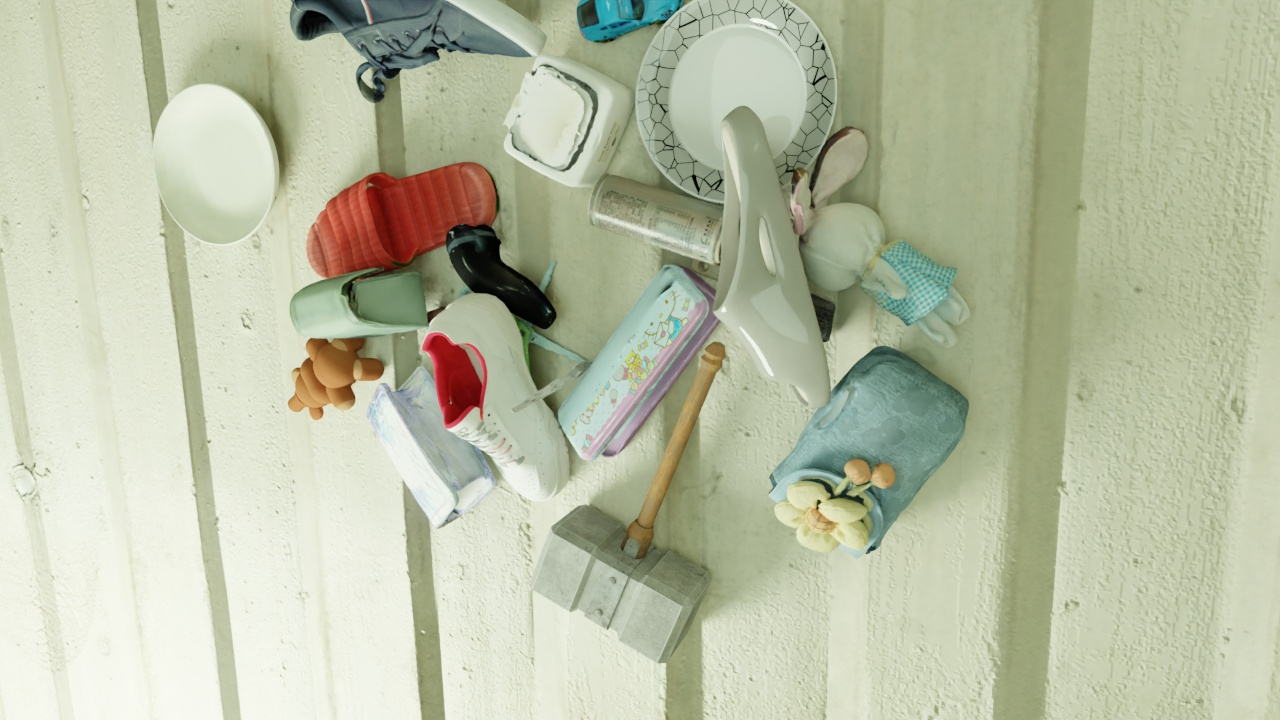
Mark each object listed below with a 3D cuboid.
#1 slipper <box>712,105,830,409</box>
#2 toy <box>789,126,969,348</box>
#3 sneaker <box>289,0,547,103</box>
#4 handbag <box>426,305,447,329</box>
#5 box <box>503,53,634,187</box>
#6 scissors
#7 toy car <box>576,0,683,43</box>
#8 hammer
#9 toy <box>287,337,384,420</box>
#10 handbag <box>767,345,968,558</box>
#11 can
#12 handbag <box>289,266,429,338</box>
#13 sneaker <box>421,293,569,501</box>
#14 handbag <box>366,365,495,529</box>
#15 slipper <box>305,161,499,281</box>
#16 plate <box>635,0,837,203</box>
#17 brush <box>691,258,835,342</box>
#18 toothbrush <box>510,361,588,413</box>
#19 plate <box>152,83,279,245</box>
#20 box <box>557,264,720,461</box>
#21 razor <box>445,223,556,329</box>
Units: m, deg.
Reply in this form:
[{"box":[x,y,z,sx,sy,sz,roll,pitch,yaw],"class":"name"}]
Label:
[{"box":[0.093,-0.080,0.793,0.080,0.113,0.266,-16,101,-3],"class":"slipper"},{"box":[0.202,-0.089,0.803,0.205,0.130,0.106,45,144,-1],"class":"toy"},{"box":[-0.231,-0.319,0.909,0.295,0.120,0.127,20,95,20],"class":"sneaker"},{"box":[-0.198,-0.001,1.002,0.055,0.029,0.119,-8,105,43],"class":"handbag"},{"box":[-0.078,-0.230,0.873,0.102,0.091,0.107,31,108,12],"class":"box"},{"box":[-0.124,-0.030,0.974,0.172,0.021,0.171,27,105,18],"class":"scissors"},{"box":[-0.012,-0.332,0.856,0.105,0.032,0.048,-9,97,22],"class":"toy car"},{"box":[0.019,0.124,0.910,0.163,0.082,0.318,26,109,15],"class":"hammer"},{"box":[-0.361,0.022,1.062,0.128,0.065,0.095,-35,79,32],"class":"toy"},{"box":[0.198,0.090,0.813,0.122,0.118,0.192,38,117,11],"class":"handbag"},{"box":[0.021,-0.134,0.871,0.136,0.054,0.054,20,108,17],"class":"can"},{"box":[-0.296,-0.061,0.973,0.122,0.106,0.067,-6,90,42],"class":"handbag"},{"box":[-0.155,0.057,0.931,0.090,0.104,0.237,-2,116,32],"class":"sneaker"},{"box":[-0.233,0.097,1.009,0.158,0.069,0.127,55,145,7],"class":"handbag"},{"box":[-0.270,-0.149,0.983,0.249,0.059,0.103,-16,95,23],"class":"slipper"},{"box":[0.087,-0.240,0.843,0.189,0.016,0.189,5,103,21],"class":"plate"},{"box":[0.115,-0.064,0.871,0.151,0.012,0.039,26,110,16],"class":"brush"},{"box":[-0.083,0.024,0.865,0.010,0.181,0.010,42,108,4],"class":"toothbrush"},{"box":[-0.486,-0.226,1.066,0.182,0.034,0.182,5,103,21],"class":"plate"},{"box":[-0.004,0.004,0.913,0.078,0.065,0.215,46,114,22],"class":"box"},{"box":[-0.140,-0.087,0.942,0.140,0.053,0.063,38,72,6],"class":"razor"}]
